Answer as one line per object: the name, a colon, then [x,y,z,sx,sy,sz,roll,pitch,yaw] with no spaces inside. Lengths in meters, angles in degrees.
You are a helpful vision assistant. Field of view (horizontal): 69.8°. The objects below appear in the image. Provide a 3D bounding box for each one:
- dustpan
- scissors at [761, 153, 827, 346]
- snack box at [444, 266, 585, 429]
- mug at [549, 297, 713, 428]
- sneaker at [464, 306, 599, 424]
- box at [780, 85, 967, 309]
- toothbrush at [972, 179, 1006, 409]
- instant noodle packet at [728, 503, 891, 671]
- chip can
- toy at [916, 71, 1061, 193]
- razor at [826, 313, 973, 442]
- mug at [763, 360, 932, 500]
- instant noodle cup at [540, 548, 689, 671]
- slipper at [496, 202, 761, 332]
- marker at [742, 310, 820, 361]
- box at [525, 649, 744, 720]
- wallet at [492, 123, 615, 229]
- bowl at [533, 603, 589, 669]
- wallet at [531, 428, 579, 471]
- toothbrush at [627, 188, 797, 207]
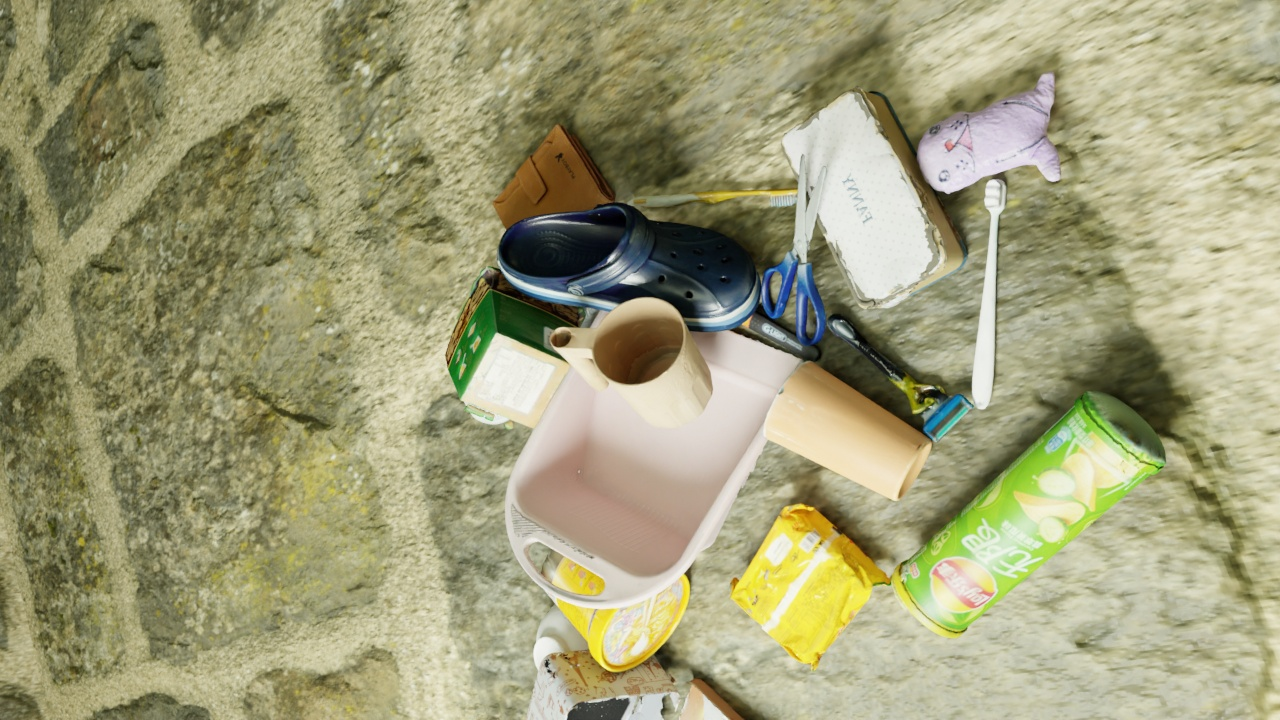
dustpan: [-0.005,0.082,0.844,0.223,0.138,0.273,21,101,29]
scissors: [0.130,-0.094,0.780,0.141,0.012,0.171,9,115,63]
snack box: [-0.120,-0.005,0.885,0.118,0.118,0.105,-59,23,20]
mug: [-0.005,0.005,0.816,0.125,0.103,0.084,2,65,22]
sneaker: [-0.115,-0.048,0.982,0.243,0.089,0.090,-53,34,18]
box: [0.186,-0.137,0.750,0.090,0.059,0.184,-29,76,35]
toothbrush: [0.271,-0.050,0.717,0.016,0.016,0.180,7,100,38]
instant noodle packet: [0.150,0.200,0.824,0.111,0.044,0.129,40,121,20]
chip can: [0.287,0.118,0.690,0.072,0.072,0.222,49,122,23]
toy: [0.262,-0.162,0.695,0.108,0.039,0.083,-10,74,38]
razor: [0.209,0.008,0.769,0.043,0.022,0.142,-46,62,3]
mug: [0.176,0.062,0.772,0.123,0.078,0.078,31,113,25]
instant noodle cup: [-0.031,0.231,0.927,0.114,0.118,0.119,32,114,39]
slipper: [-0.013,-0.099,0.836,0.253,0.095,0.105,10,63,16]
marker: [0.113,-0.032,0.843,0.124,0.015,0.018,33,118,29]
box: [-0.012,0.408,0.900,0.227,0.156,0.180,34,115,40]
wallet: [-0.096,-0.170,0.980,0.132,0.031,0.107,-40,73,33]
bowl: [-0.076,0.316,1.000,0.118,0.064,0.118,5,99,37]
wallet: [-0.063,0.084,0.979,0.130,0.036,0.107,27,112,32]
toothbrush: [0.064,-0.151,0.867,0.192,0.016,0.018,4,106,37]
